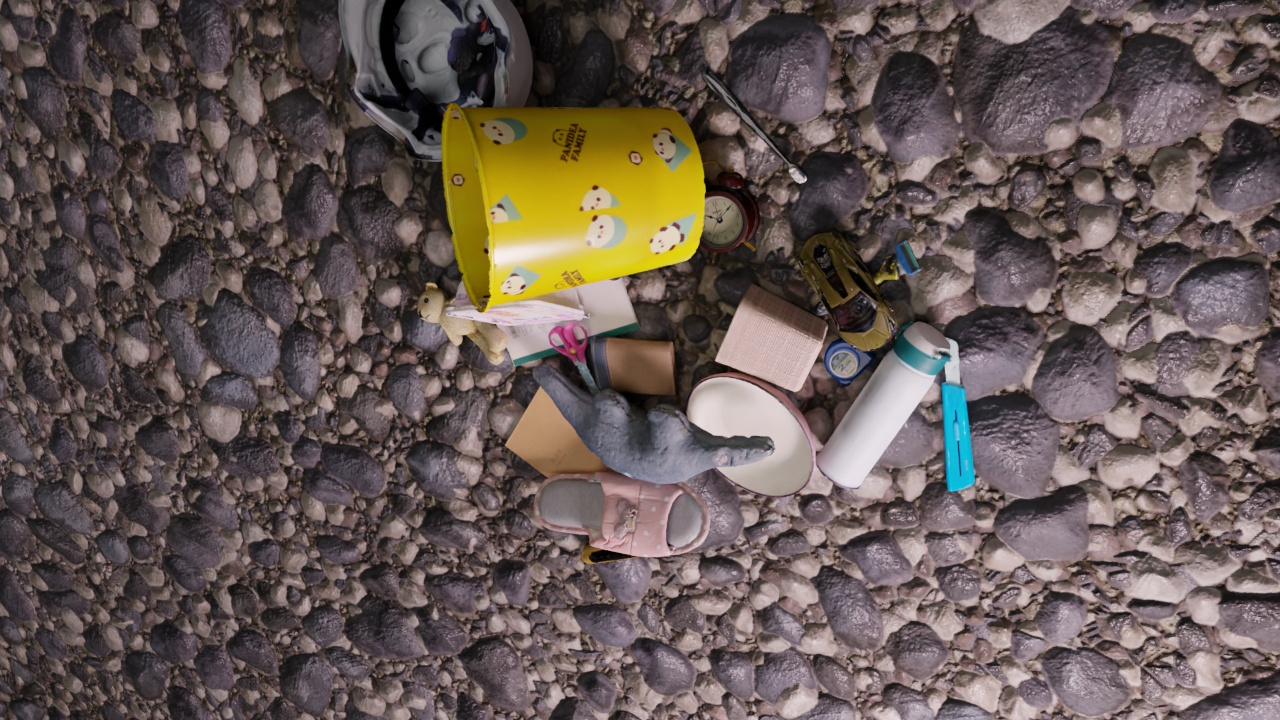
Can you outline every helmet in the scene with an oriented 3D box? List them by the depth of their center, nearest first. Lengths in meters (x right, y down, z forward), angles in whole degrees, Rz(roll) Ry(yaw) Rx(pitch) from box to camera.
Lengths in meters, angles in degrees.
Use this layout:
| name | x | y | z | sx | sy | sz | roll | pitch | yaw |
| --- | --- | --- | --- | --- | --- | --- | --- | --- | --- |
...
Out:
| name | x | y | z | sx | sy | sz | roll | pitch | yaw |
| --- | --- | --- | --- | --- | --- | --- | --- | --- | --- |
| helmet | -0.234 | -0.379 | 1.126 | 0.230 | 0.145 | 0.258 | -42 | 84 | 27 |

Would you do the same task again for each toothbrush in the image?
| name | x | y | z | sx | sy | sz | roll | pitch | yaw |
| --- | --- | --- | --- | --- | --- | --- | --- | --- | --- |
| toothbrush | 0.135 | -0.280 | 1.098 | 0.181 | 0.018 | 0.016 | 48 | 121 | 0 |

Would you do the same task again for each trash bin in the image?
| name | x | y | z | sx | sy | sz | roll | pitch | yaw |
| --- | --- | --- | --- | --- | --- | --- | --- | --- | --- |
| trash bin | -0.078 | -0.186 | 1.052 | 0.255 | 0.229 | 0.230 | -10 | 111 | -19 |

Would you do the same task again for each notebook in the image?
| name | x | y | z | sx | sy | sz | roll | pitch | yaw |
| --- | --- | --- | --- | --- | --- | --- | --- | --- | --- |
| notebook | -0.117 | -0.085 | 1.268 | 0.210 | 0.012 | 0.150 | -16 | 104 | 25 |
| notebook | -0.083 | 0.135 | 1.341 | 0.211 | 0.012 | 0.150 | 36 | 119 | 5 |

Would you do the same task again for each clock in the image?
| name | x | y | z | sx | sy | sz | roll | pitch | yaw |
| --- | --- | --- | --- | --- | --- | --- | --- | --- | --- |
| clock | 0.097 | -0.185 | 1.125 | 0.082 | 0.055 | 0.122 | -15 | 102 | 25 |

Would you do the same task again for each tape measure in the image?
| name | x | y | z | sx | sy | sz | roll | pitch | yaw |
| --- | --- | --- | --- | --- | --- | --- | --- | --- | --- |
| tape measure | 0.259 | -0.002 | 1.150 | 0.054 | 0.025 | 0.058 | 42 | 114 | 3 |

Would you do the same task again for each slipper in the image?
| name | x | y | z | sx | sy | sz | roll | pitch | yaw |
| --- | --- | --- | --- | --- | --- | --- | --- | --- | --- |
| slipper | -0.034 | 0.210 | 1.287 | 0.275 | 0.054 | 0.114 | 5 | 77 | 26 |

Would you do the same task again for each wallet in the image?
| name | x | y | z | sx | sy | sz | roll | pitch | yaw |
| --- | --- | --- | --- | --- | --- | --- | --- | --- | --- |
| wallet | -0.007 | 0.007 | 1.245 | 0.115 | 0.033 | 0.090 | 4 | 126 | 19 |

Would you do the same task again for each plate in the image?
| name | x | y | z | sx | sy | sz | roll | pitch | yaw |
| --- | --- | --- | --- | --- | --- | --- | --- | --- | --- |
| plate | 0.148 | 0.092 | 1.195 | 0.192 | 0.038 | 0.193 | 25 | 137 | 27 |

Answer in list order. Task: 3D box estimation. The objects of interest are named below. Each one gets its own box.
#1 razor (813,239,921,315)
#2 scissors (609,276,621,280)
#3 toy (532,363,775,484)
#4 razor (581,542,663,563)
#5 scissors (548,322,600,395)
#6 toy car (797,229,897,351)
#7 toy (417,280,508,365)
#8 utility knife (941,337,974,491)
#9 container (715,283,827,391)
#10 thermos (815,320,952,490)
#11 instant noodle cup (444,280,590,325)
| name | x | y | z | sx | sy | sz | roll | pitch | yaw |
| --- | --- | --- | --- | --- | --- | --- | --- | --- | --- |
| razor | 0.272 | -0.091 | 1.113 | 0.143 | 0.022 | 0.042 | -32 | 68 | 31 |
| scissors | -0.050 | -0.186 | 1.192 | 0.173 | 0.014 | 0.143 | 35 | 104 | -5 |
| toy | 0.009 | 0.100 | 1.227 | 0.357 | 0.091 | 0.138 | 15 | 126 | 25 |
| razor | -0.017 | 0.270 | 1.340 | 0.168 | 0.067 | 0.062 | -20 | 116 | 32 |
| scissors | -0.085 | 0.009 | 1.283 | 0.064 | 0.017 | 0.135 | -10 | 116 | 23 |
| toy car | 0.246 | -0.083 | 1.094 | 0.070 | 0.042 | 0.158 | -40 | 69 | 29 |
| toy | -0.252 | -0.051 | 1.302 | 0.157 | 0.066 | 0.105 | 34 | 135 | 14 |
| utility knife | 0.388 | 0.067 | 1.133 | 0.034 | 0.018 | 0.203 | -4 | 107 | 22 |
| container | 0.166 | -0.026 | 1.143 | 0.111 | 0.089 | 0.090 | 25 | 116 | 6 |
| thermos | 0.299 | 0.054 | 1.135 | 0.073 | 0.073 | 0.225 | 31 | 117 | 7 |
| instant noodle cup | -0.157 | -0.084 | 1.194 | 0.138 | 0.173 | 0.060 | -3 | 87 | 22 |
